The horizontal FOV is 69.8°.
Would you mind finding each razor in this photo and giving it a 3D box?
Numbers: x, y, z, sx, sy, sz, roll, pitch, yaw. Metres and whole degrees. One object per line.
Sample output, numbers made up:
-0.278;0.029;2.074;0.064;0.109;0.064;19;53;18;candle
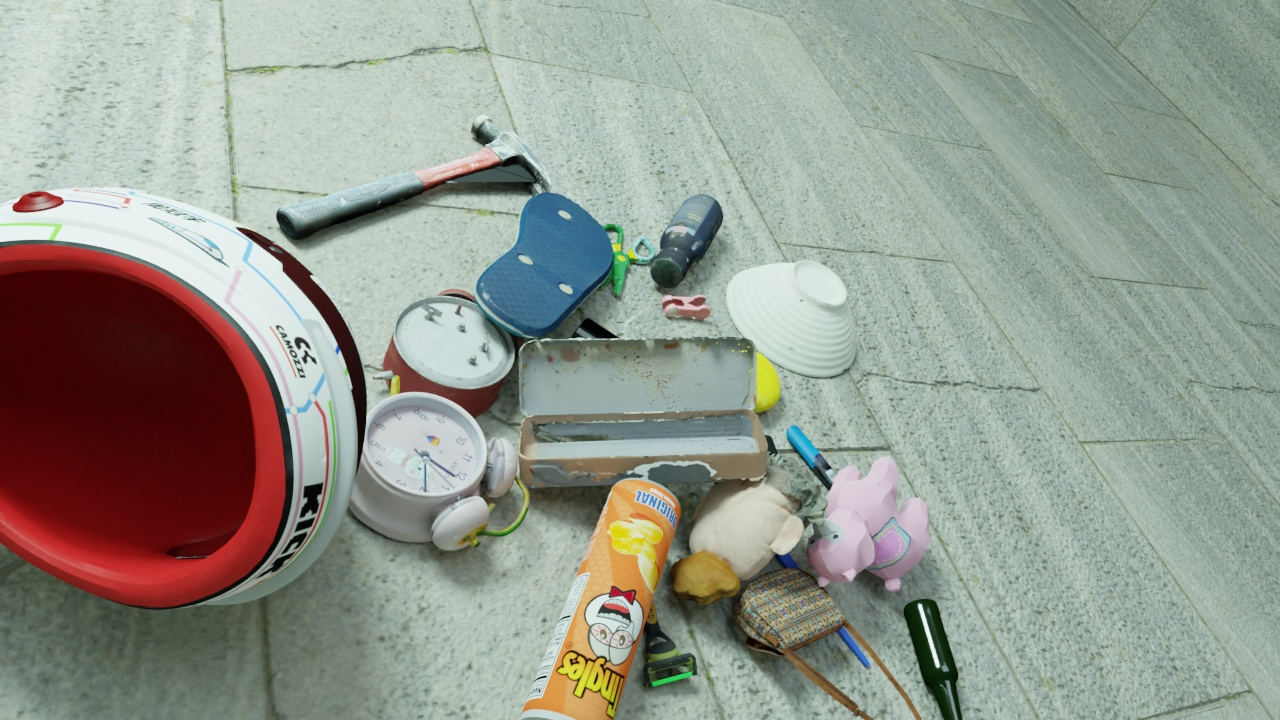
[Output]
0.003;0.197;0.761;0.044;0.021;0.144;-8;54;-19;razor

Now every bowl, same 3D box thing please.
0.196;-0.069;1.093;0.177;0.071;0.177;16;44;-16;bowl

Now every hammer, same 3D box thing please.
-0.234;-0.185;0.985;0.140;0.036;0.325;42;43;15;hammer

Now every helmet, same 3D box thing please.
-0.303;0.018;0.599;0.314;0.231;0.236;28;6;5;helmet

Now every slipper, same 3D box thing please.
-0.100;-0.090;0.949;0.118;0.060;0.294;30;30;-4;slipper

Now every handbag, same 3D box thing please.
0.163;0.253;0.756;0.093;0.043;0.196;-6;36;-43;handbag

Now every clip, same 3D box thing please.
0.053;-0.056;1.037;0.059;0.023;0.039;3;51;-21;clip

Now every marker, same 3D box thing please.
0.193;0.118;0.954;0.018;0.015;0.123;-22;66;-38;marker

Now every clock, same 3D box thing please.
-0.164;-0.018;0.843;0.110;0.062;0.156;31;41;1;clock
-0.164;0.091;0.739;0.158;0.059;0.116;32;42;0;clock

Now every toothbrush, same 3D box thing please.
0.149;0.204;0.851;0.016;0.011;0.186;-19;64;-41;toothbrush

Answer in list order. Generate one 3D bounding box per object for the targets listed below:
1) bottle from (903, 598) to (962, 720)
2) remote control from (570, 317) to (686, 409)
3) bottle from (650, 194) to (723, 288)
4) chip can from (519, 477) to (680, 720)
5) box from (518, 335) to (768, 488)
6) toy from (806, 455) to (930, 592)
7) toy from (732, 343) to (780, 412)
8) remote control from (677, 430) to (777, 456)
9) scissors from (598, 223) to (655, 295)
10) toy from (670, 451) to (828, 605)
0.269;0.278;0.829;0.033;0.033;0.122;13;45;-19;bottle
-0.006;0.006;0.942;0.140;0.021;0.045;34;43;2;remote control
0.055;-0.143;1.093;0.056;0.056;0.160;30;42;-1;bottle
-0.026;0.190;0.704;0.062;0.062;0.209;27;48;-4;chip can
0.001;0.040;0.806;0.217;0.094;0.121;-2;32;-3;box
0.212;0.163;0.858;0.123;0.067;0.157;53;42;-15;toy
0.109;0.016;0.984;0.094;0.041;0.095;-2;50;-37;toy
0.086;0.085;0.926;0.124;0.010;0.039;6;47;-26;remote control
-0.014;-0.110;1.056;0.078;0.013;0.131;17;42;-15;scissors
0.091;0.149;0.807;0.175;0.133;0.076;-46;118;-29;toy
